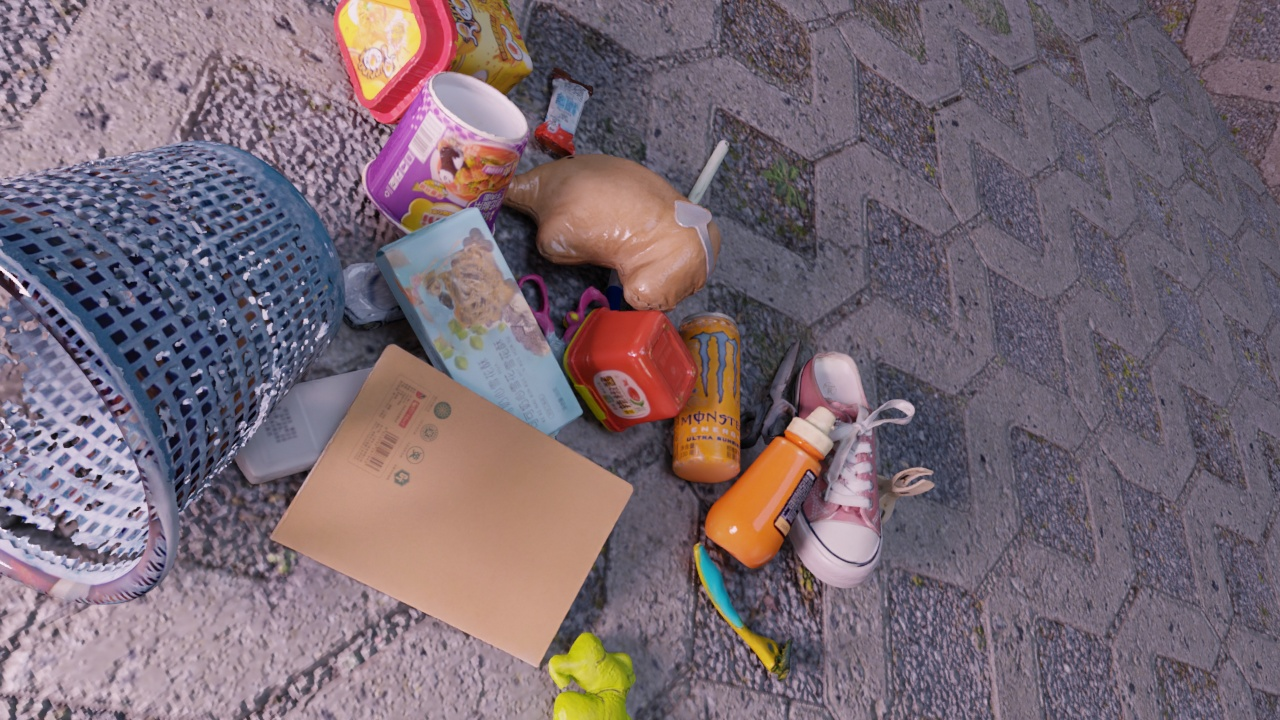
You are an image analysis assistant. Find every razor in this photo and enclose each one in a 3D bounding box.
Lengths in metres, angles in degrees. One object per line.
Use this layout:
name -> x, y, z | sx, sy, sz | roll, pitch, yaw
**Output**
razor -> 0.081, 0.206, 0.763 | 0.132, 0.028, 0.043 | 53, 25, -8

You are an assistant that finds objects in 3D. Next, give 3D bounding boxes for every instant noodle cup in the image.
instant noodle cup -> -0.142, -0.157, 0.703 | 0.111, 0.099, 0.111 | 26, 34, -19
instant noodle cup -> -0.165, -0.260, 0.756 | 0.123, 0.116, 0.116 | -7, 72, -52

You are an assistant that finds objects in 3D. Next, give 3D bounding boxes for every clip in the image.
clip -> 0.232, 0.118, 0.887 | 0.035, 0.102, 0.095 | 20, 32, -27

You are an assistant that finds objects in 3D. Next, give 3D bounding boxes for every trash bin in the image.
trash bin -> -0.276, -0.018, 0.496 | 0.226, 0.227, 0.194 | 48, 36, -9

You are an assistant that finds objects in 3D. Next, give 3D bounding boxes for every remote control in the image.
remote control -> -0.205, 0.039, 0.631 | 0.149, 0.021, 0.058 | -14, 77, -41

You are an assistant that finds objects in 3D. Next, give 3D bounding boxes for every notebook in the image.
notebook -> -0.121, 0.103, 0.633 | 0.207, 0.008, 0.147 | 33, 78, -20

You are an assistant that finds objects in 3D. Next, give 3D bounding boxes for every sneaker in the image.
sneaker -> 0.185, 0.084, 0.847 | 0.118, 0.088, 0.240 | 10, 56, -6

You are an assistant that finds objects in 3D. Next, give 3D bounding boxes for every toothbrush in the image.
toothbrush -> 0.057, -0.174, 0.939 | 0.029, 0.020, 0.189 | 45, 48, -19

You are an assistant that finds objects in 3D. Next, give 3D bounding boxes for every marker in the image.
marker -> -0.016, -0.100, 0.847 | 0.017, 0.017, 0.145 | 27, 54, -25

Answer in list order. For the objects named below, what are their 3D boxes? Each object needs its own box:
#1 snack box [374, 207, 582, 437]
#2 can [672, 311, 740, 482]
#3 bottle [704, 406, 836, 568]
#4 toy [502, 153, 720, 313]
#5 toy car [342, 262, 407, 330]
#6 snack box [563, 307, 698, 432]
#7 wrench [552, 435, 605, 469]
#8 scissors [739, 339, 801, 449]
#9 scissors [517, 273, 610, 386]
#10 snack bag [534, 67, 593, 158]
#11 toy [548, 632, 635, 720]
snack box -> -0.116, -0.017, 0.665 | 0.074, 0.052, 0.175 | -31, 103, -20
can -> 0.059, 0.032, 0.812 | 0.058, 0.058, 0.145 | 20, 58, -29
bottle -> 0.118, 0.102, 0.780 | 0.066, 0.067, 0.149 | 39, 83, -16
toy -> -0.037, -0.129, 0.799 | 0.226, 0.083, 0.143 | 30, 43, 6
toy car -> -0.176, -0.056, 0.687 | 0.105, 0.031, 0.049 | -18, 78, -30
snack box -> -0.004, 0.004, 0.747 | 0.091, 0.080, 0.081 | 57, 44, -31
wrench -> -0.105, -0.001, 0.726 | 0.056, 0.016, 0.273 | -25, 84, -28
scissors -> 0.123, 0.029, 0.885 | 0.175, 0.133, 0.014 | -117, -179, -65
scissors -> -0.077, -0.018, 0.762 | 0.108, 0.017, 0.135 | 32, 59, -10
snack bag -> -0.072, -0.235, 0.864 | 0.045, 0.026, 0.105 | 22, 55, -17
toy -> -0.032, 0.251, 0.653 | 0.096, 0.031, 0.099 | 37, 46, -18
